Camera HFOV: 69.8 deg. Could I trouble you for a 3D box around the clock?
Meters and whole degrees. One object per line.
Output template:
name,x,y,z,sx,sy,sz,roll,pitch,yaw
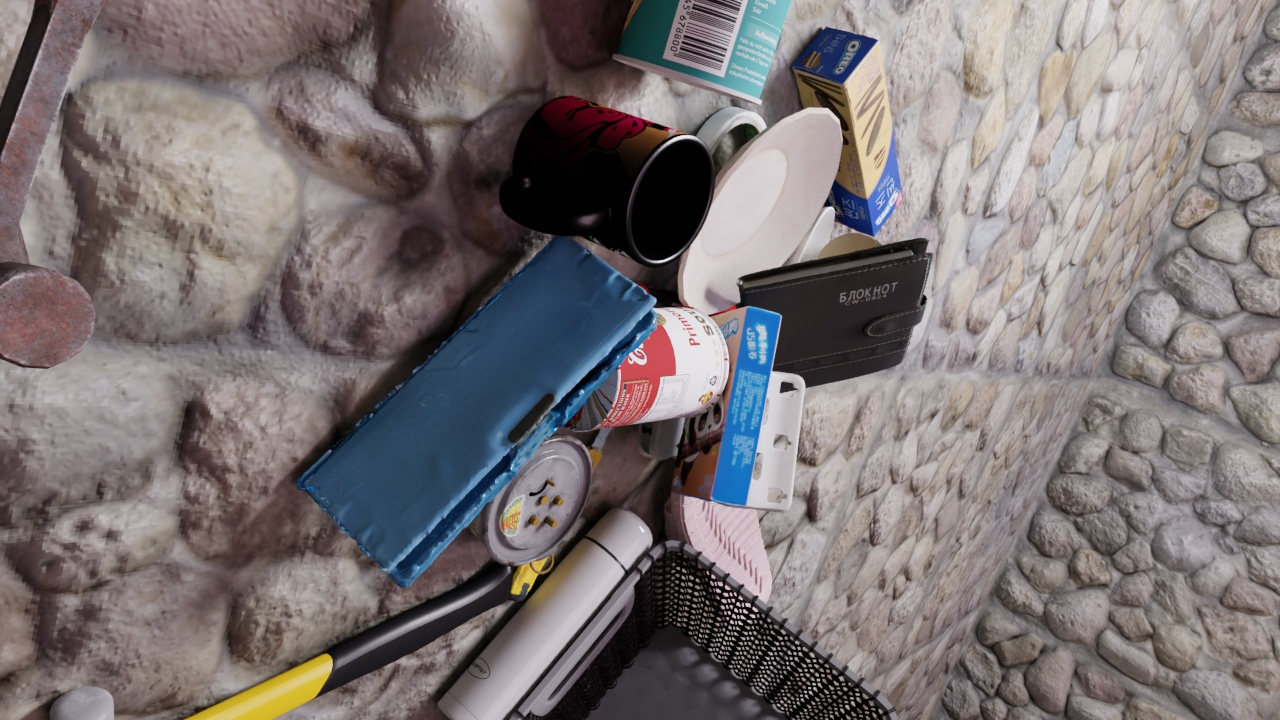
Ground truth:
clock,-0.083,0.107,0.682,0.103,0.056,0.148,-37,137,-33

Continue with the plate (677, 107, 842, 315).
plate,0.089,-0.120,0.730,0.188,0.027,0.189,-38,153,-23

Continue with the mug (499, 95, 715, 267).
mug,-0.029,-0.106,0.562,0.117,0.098,0.082,-30,135,-39

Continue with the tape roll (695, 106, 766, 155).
tape roll,0.069,-0.153,0.732,0.093,0.018,0.094,-32,137,-37

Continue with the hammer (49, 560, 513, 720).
hammer,-0.210,0.208,0.612,0.322,0.029,0.127,-16,126,-49

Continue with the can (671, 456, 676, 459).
can,0.056,0.058,0.854,0.080,0.031,0.032,-40,141,-30

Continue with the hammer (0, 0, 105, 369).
hammer,-0.194,-0.160,0.322,0.035,0.138,0.314,25,79,-57

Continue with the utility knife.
utility knife,-0.056,0.104,0.757,0.217,0.019,0.030,-64,156,-2

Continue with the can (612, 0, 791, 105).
can,0.050,-0.244,0.567,0.099,0.099,0.144,-4,116,-52

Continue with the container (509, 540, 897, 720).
container,0.043,0.355,0.825,0.246,0.245,0.244,-47,161,-21

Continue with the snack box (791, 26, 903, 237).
snack box,0.193,-0.199,0.829,0.056,0.057,0.207,-52,145,-13

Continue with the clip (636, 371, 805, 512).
clip,0.064,0.066,0.816,0.099,0.152,0.126,146,-49,-78

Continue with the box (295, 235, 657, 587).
box,-0.093,0.022,0.560,0.231,0.093,0.054,-45,174,-15

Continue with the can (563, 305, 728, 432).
can,-0.004,0.004,0.675,0.116,0.087,0.087,-4,117,-45

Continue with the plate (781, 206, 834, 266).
plate,0.148,-0.098,0.860,0.104,0.026,0.104,-54,160,-31

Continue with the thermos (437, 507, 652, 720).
thermos,-0.074,0.218,0.776,0.223,0.052,0.052,-47,144,-21

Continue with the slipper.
slipper,0.071,0.173,0.930,0.094,0.064,0.239,-38,127,-26

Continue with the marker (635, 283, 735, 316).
marker,0.035,-0.045,0.763,0.144,0.021,0.023,5,126,-54

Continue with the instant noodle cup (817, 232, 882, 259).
instant noodle cup,0.212,-0.074,0.895,0.100,0.100,0.112,-61,153,-2

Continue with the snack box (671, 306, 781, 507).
snack box,0.066,0.037,0.729,0.034,0.087,0.151,13,83,-17

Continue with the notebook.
notebook,0.174,-0.031,0.835,0.169,0.029,0.209,-12,154,3
